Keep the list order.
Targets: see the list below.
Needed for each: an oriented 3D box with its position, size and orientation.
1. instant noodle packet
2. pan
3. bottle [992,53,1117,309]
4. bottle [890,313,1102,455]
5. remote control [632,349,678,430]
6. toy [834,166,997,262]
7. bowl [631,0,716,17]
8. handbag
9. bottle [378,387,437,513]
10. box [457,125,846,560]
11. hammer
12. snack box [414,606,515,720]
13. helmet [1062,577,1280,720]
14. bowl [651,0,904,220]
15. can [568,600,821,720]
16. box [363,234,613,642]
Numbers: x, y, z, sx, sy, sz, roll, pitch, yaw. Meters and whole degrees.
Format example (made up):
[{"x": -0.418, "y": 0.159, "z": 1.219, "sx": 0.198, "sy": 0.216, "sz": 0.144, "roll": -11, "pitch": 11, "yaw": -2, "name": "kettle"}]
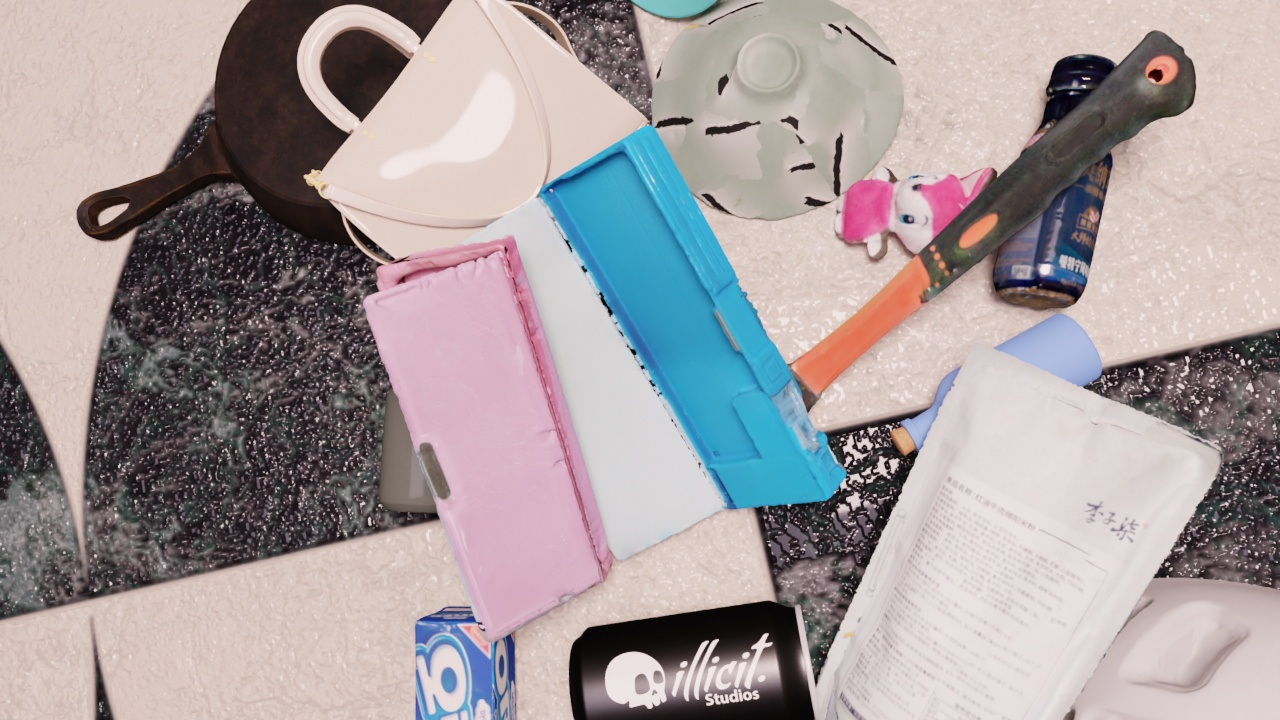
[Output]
[{"x": 0.201, "y": 0.138, "z": 0.537, "sx": 0.147, "sy": 0.057, "sz": 0.269, "roll": 31, "pitch": 102, "yaw": 39, "name": "instant noodle packet"}, {"x": -0.274, "y": -0.177, "z": 0.687, "sx": 0.356, "sy": 0.043, "sz": 0.248, "roll": -23, "pitch": 80, "yaw": 5, "name": "pan"}, {"x": 0.269, "y": -0.114, "z": 0.589, "sx": 0.056, "sy": 0.056, "sz": 0.160, "roll": 13, "pitch": 85, "yaw": 10, "name": "bottle"}, {"x": 0.221, "y": 0.022, "z": 0.584, "sx": 0.131, "sy": 0.048, "sz": 0.048, "roll": -30, "pitch": 80, "yaw": 4, "name": "bottle"}, {"x": 0.012, "y": -0.021, "z": 0.636, "sx": 0.045, "sy": 0.021, "sz": 0.140, "roll": -23, "pitch": 82, "yaw": 7, "name": "remote control"}, {"x": 0.181, "y": -0.099, "z": 0.607, "sx": 0.102, "sy": 0.050, "sz": 0.065, "roll": 4, "pitch": 88, "yaw": 14, "name": "toy"}, {"x": 0.027, "y": -0.309, "z": 0.642, "sx": 0.121, "sy": 0.121, "sz": 0.046, "roll": 35, "pitch": 50, "yaw": 11, "name": "bowl"}, {"x": -0.128, "y": -0.153, "z": 0.602, "sx": 0.198, "sy": 0.101, "sz": 0.194, "roll": 38, "pitch": 90, "yaw": -19, "name": "handbag"}, {"x": -0.146, "y": 0.049, "z": 0.632, "sx": 0.060, "sy": 0.060, "sz": 0.108, "roll": 2, "pitch": 84, "yaw": 9, "name": "bottle"}, {"x": 0.001, "y": -0.003, "z": 0.579, "sx": 0.175, "sy": 0.063, "sz": 0.243, "roll": -24, "pitch": 104, "yaw": 28, "name": "box"}, {"x": 0.190, "y": -0.065, "z": 0.566, "sx": 0.334, "sy": 0.033, "sz": 0.133, "roll": -42, "pitch": 77, "yaw": 18, "name": "hammer"}, {"x": -0.113, "y": 0.279, "z": 0.600, "sx": 0.059, "sy": 0.059, "sz": 0.226, "roll": -3, "pitch": 83, "yaw": 9, "name": "snack box"}, {"x": 0.365, "y": 0.248, "z": 0.512, "sx": 0.282, "sy": 0.184, "sz": 0.224, "roll": 21, "pitch": 91, "yaw": -10, "name": "helmet"}, {"x": 0.089, "y": -0.188, "z": 0.620, "sx": 0.174, "sy": 0.068, "sz": 0.174, "roll": -1, "pitch": 82, "yaw": 11, "name": "bowl"}, {"x": 0.034, "y": 0.199, "z": 0.576, "sx": 0.146, "sy": 0.080, "sz": 0.080, "roll": -11, "pitch": 82, "yaw": 7, "name": "can"}, {"x": -0.095, "y": 0.052, "z": 0.548, "sx": 0.099, "sy": 0.098, "sz": 0.233, "roll": -4, "pitch": 113, "yaw": 23, "name": "box"}]
